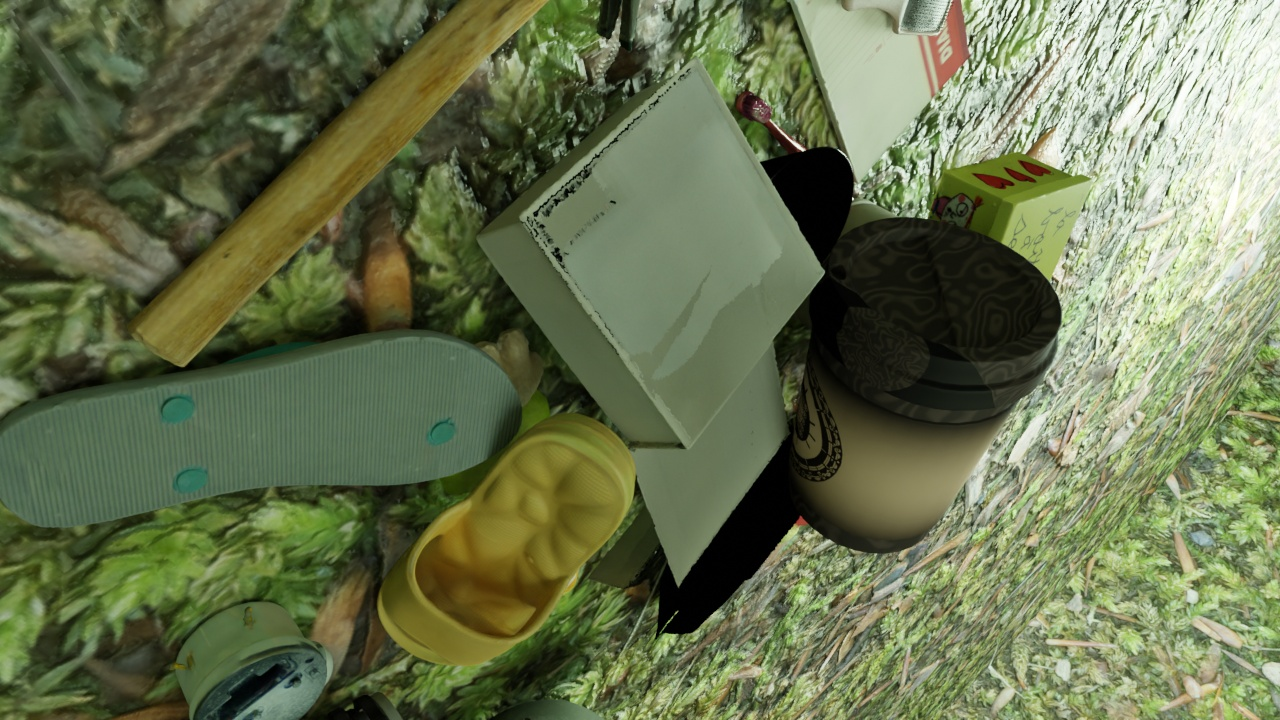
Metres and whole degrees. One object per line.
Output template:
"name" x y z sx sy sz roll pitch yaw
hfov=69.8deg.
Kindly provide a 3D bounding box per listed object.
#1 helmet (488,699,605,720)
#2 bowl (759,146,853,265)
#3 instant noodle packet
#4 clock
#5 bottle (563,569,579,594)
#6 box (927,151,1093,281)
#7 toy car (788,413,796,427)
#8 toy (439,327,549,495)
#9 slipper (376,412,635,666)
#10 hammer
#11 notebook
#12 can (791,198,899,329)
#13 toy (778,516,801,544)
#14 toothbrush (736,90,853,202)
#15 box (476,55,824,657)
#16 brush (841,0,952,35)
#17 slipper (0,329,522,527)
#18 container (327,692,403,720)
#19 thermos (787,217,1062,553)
"helmet" -0.105 0.407 0.832 0.267 0.154 0.227 -17 130 -60
"bowl" 0.097 -0.110 0.683 0.123 0.052 0.124 -28 139 -28
"instant noodle packet" 0.086 0.178 0.889 0.162 0.084 0.222 -44 163 -35
"clock" -0.246 0.208 0.593 0.083 0.057 0.118 -37 142 -19
"bottle" -0.102 0.168 0.708 0.108 0.063 0.063 -23 136 -31
"box" 0.286 -0.059 0.785 0.124 0.079 0.221 -18 135 -37
"toy car" 0.191 0.055 0.952 0.105 0.033 0.048 -30 146 -6
"toy" -0.098 0.032 0.608 0.092 0.043 0.118 -24 135 -37
"slipper" -0.097 0.137 0.586 0.264 0.099 0.078 -48 -173 33
"hammer" -0.120 -0.125 0.456 0.330 0.033 0.132 -46 145 -4
"notebook" 0.189 -0.250 0.693 0.153 0.012 0.209 -48 145 -4
"can" 0.196 -0.071 0.808 0.127 0.073 0.128 -28 139 -28
"toy" 0.174 0.149 1.006 0.135 0.045 0.091 -52 142 10
"toothbrush" 0.125 -0.157 0.702 0.189 0.016 0.016 22 103 -53
"box" 0.057 0.030 0.612 0.165 0.108 0.419 -48 128 -29
"brush" 0.191 -0.260 0.662 0.135 0.015 0.050 -16 130 -40
"slipper" -0.194 0.025 0.502 0.268 0.055 0.098 -6 124 -31
"container" -0.234 0.403 0.589 0.242 0.245 0.248 -24 152 -38
"thermos" 0.198 0.030 0.707 0.172 0.173 0.227 -26 142 -31
